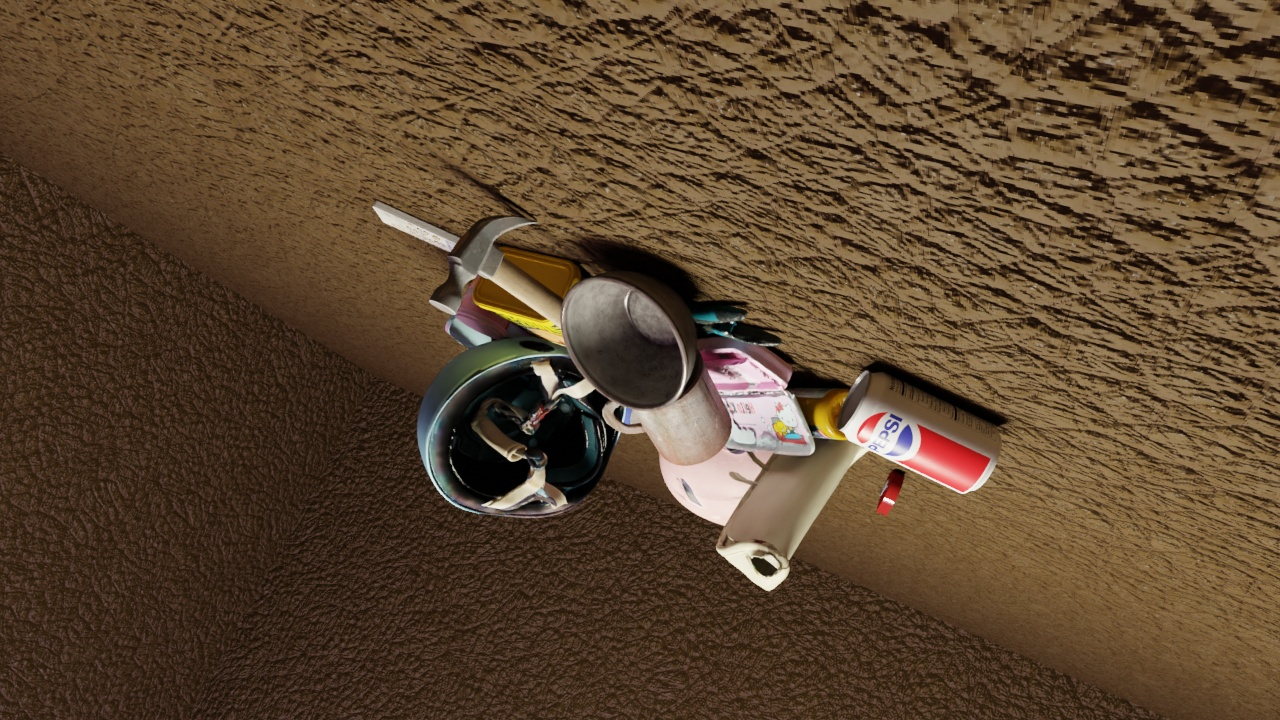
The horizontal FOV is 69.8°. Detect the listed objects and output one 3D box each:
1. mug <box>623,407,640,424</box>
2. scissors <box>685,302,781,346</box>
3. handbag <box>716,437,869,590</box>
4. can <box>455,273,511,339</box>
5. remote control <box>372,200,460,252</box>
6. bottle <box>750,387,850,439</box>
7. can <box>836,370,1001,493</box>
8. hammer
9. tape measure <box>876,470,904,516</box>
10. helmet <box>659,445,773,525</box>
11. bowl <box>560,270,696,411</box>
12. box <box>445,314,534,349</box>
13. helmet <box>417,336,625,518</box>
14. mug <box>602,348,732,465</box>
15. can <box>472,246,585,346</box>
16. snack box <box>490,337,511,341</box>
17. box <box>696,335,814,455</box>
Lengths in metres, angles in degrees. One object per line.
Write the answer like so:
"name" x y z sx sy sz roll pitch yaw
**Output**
"mug" -0.032 0.043 1.357 0.076 0.074 0.112 21 141 21
"scissors" 0.075 -0.037 0.894 0.150 0.019 0.120 24 169 16
"handbag" 0.160 0.140 1.033 0.132 0.228 0.184 37 157 4
"can" -0.181 -0.073 1.121 0.067 0.076 0.067 24 168 5
"remote control" -0.251 -0.150 1.090 0.136 0.011 0.050 24 168 5
"bottle" 0.171 0.057 1.014 0.053 0.053 0.186 30 167 -20
"can" 0.254 0.064 0.838 0.132 0.070 0.070 25 168 1
"hammer" -0.057 -0.032 0.935 0.331 0.119 0.031 35 165 -35
"tape measure" 0.324 0.166 1.189 0.019 0.058 0.051 23 138 10
"helmet" 0.141 0.162 1.329 0.256 0.152 0.230 14 161 22
"bowl" 0.000 -0.030 0.886 0.145 0.067 0.145 22 132 26
"box" -0.177 -0.020 1.275 0.090 0.092 0.214 41 177 29
"helmet" -0.160 0.074 1.118 0.265 0.226 0.167 9 -164 -44
"mug" 0.025 0.052 0.963 0.123 0.096 0.110 -18 128 14
"can" -0.101 -0.064 1.013 0.131 0.072 0.101 17 168 37
"snack box" -0.142 0.016 1.271 0.132 0.035 0.152 3 158 -9
"box" 0.110 0.032 1.014 0.155 0.058 0.202 50 162 -14
